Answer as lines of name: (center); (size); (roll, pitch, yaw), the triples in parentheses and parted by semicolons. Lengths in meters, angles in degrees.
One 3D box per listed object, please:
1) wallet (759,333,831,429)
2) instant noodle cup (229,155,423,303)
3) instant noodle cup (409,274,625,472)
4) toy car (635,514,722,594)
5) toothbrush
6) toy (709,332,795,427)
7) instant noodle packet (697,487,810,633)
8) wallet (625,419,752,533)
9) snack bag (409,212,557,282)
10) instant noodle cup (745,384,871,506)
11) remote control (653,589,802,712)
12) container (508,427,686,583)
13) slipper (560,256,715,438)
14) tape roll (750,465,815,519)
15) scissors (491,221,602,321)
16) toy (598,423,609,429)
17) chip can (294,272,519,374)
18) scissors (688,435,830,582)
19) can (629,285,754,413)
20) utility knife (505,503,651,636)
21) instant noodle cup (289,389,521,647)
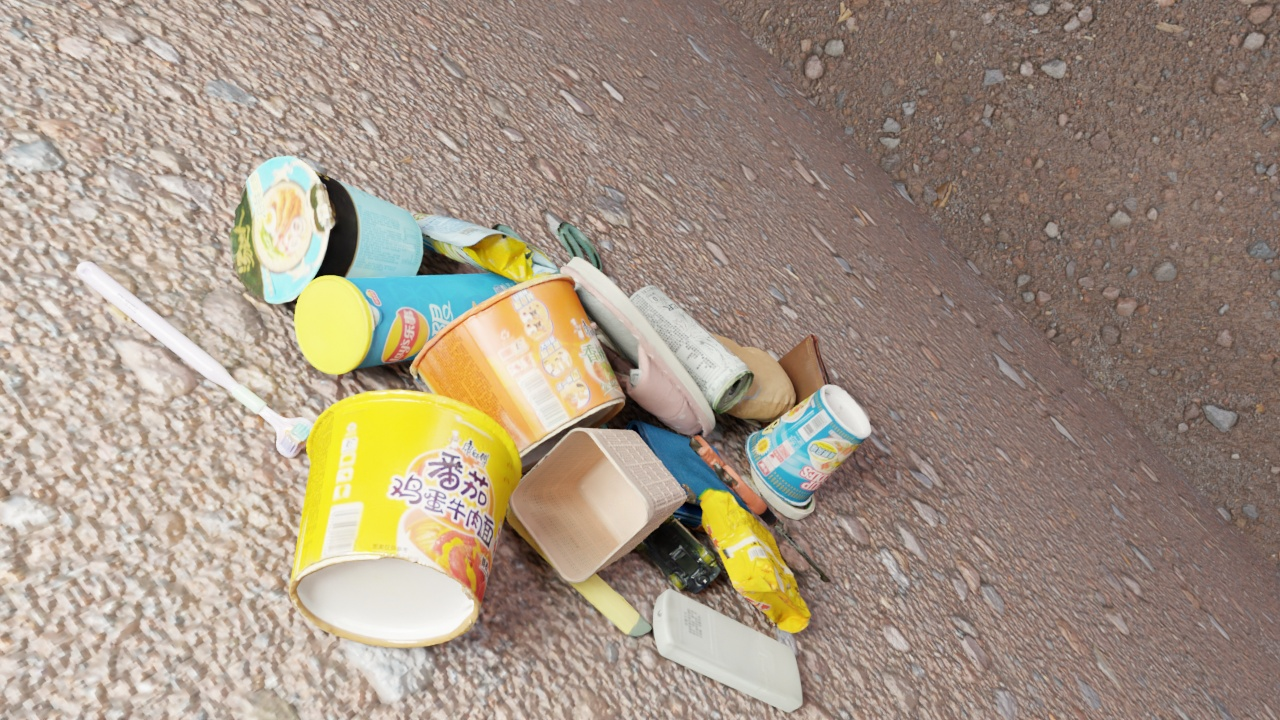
wallet: (0.183, 0.036, 1.096); (0.032, 0.101, 0.124); (32, 30, -24)
instant noodle cup: (-0.241, -0.095, 0.735); (0.111, 0.111, 0.120); (55, 23, 21)
instant noodle cup: (-0.090, 0.018, 0.735); (0.111, 0.152, 0.151); (58, 31, 9)
toy car: (0.027, 0.160, 0.794); (0.090, 0.042, 0.035); (44, 6, -9)
toothbrush: (-0.301, -0.003, 0.617); (0.189, 0.029, 0.021); (40, -12, -4)
toy: (0.077, 0.011, 1.018); (0.225, 0.082, 0.143); (18, 9, -36)
instant noodle packet: (0.101, 0.181, 0.820); (0.128, 0.044, 0.110); (50, 9, -49)
wallet: (0.047, 0.115, 0.880); (0.133, 0.040, 0.106); (23, 33, -47)
snack bag: (-0.169, -0.112, 0.835); (0.110, 0.039, 0.191); (3, 15, -46)
instant noodle cup: (0.184, 0.086, 0.990); (0.099, 0.110, 0.099); (30, 32, -21)
remote control: (0.073, 0.242, 0.761); (0.150, 0.021, 0.058); (31, 31, -22)
container: (-0.027, 0.109, 0.727); (0.090, 0.090, 0.110); (49, 15, 16)
slipper: (-0.005, 0.005, 0.866); (0.114, 0.054, 0.274); (38, -10, 39)
tape roll: (0.159, 0.137, 1.020); (0.085, 0.014, 0.085); (31, 30, -21)
scissors: (-0.089, -0.116, 1.041); (0.170, 0.019, 0.179); (34, 29, -15)
toy: (-0.060, 0.030, 0.872); (0.096, 0.030, 0.091); (44, 31, -17)
chip can: (-0.176, -0.036, 0.747); (0.071, 0.071, 0.209); (51, 25, 13)
scissors: (0.123, 0.151, 0.869); (0.207, 0.015, 0.193); (46, -2, 12)
can: (0.045, -0.012, 0.935); (0.147, 0.058, 0.058); (42, 26, 24)
utility knife: (-0.073, 0.140, 0.716); (0.219, 0.022, 0.030); (48, 24, -4)
instant noodle cup: (-0.146, 0.103, 0.563); (0.138, 0.138, 0.109); (28, 40, -27)
